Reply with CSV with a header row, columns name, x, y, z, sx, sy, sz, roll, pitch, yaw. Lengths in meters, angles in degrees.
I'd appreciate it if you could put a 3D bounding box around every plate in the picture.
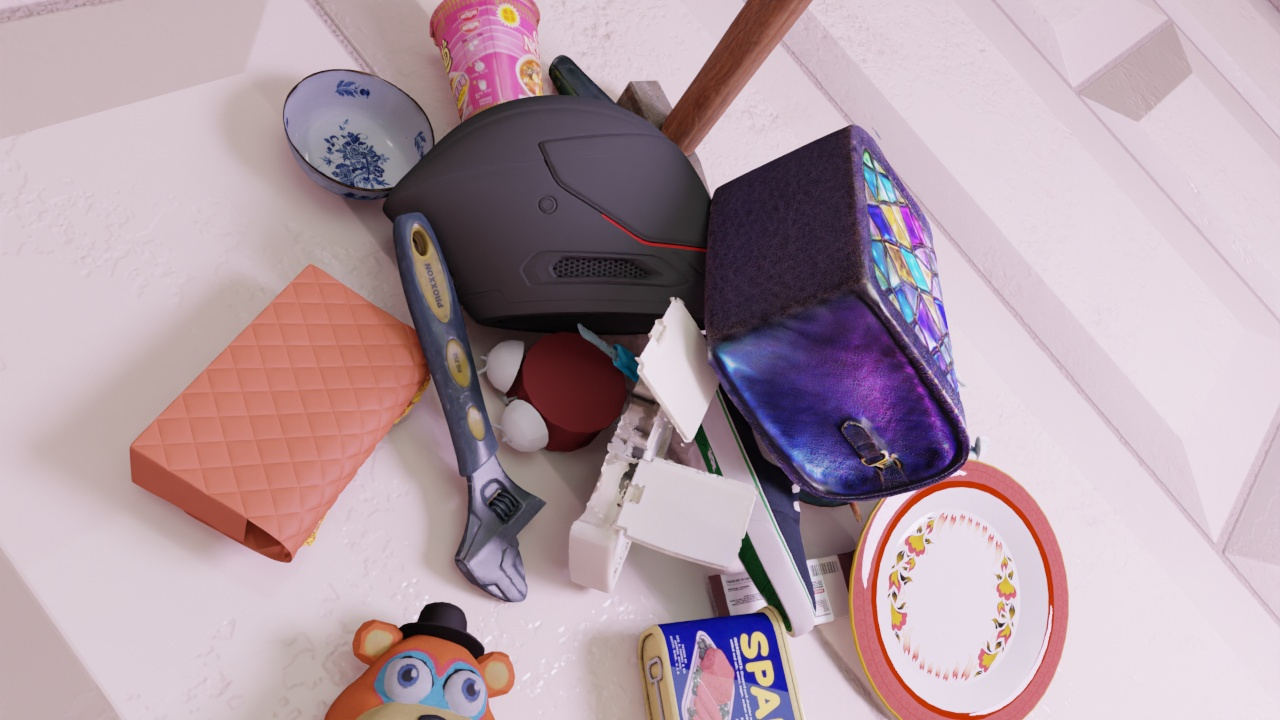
name,x,y,z,sx,sy,sz,roll,pitch,yaw
plate,0.265,0.196,0.763,0.229,0.021,0.229,4,81,-23

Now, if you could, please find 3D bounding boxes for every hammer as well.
name,x,y,z,sx,sy,sz,roll,pitch,yaw
hammer,0.083,-0.246,0.764,0.037,0.302,0.158,-14,71,-35

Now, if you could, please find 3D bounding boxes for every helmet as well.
name,x,y,z,sx,sy,sz,roll,pitch,yaw
helmet,-0.057,-0.110,0.686,0.264,0.164,0.170,0,85,-3

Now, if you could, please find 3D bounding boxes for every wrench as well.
name,x,y,z,sx,sy,sz,roll,pitch,yaw
wrench,-0.121,0.033,0.623,0.073,0.022,0.273,-18,93,-39

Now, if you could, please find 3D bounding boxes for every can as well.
name,x,y,z,sx,sy,sz,roll,pitch,yaw
can,0.055,0.233,0.626,0.092,0.057,0.116,-1,64,-20

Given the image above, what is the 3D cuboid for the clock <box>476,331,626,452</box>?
name,x,y,z,sx,sy,sz,roll,pitch,yaw
clock,-0.066,0.025,0.691,0.124,0.044,0.087,-4,66,-31

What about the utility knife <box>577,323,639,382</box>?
name,x,y,z,sx,sy,sz,roll,pitch,yaw
utility knife,-0.004,0.004,0.708,0.151,0.015,0.022,40,47,-48

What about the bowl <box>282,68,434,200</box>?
name,x,y,z,sx,sy,sz,roll,pitch,yaw
bowl,-0.221,-0.166,0.713,0.114,0.045,0.114,13,58,-22

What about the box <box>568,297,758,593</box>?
name,x,y,z,sx,sy,sz,roll,pitch,yaw
box,0.027,0.070,0.605,0.106,0.193,0.143,17,58,8

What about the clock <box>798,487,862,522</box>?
name,x,y,z,sx,sy,sz,roll,pitch,yaw
clock,0.143,0.046,0.759,0.157,0.073,0.121,36,71,12

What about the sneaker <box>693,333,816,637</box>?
name,x,y,z,sx,sy,sz,roll,pitch,yaw
sneaker,0.094,0.083,0.684,0.079,0.084,0.235,-17,73,-8

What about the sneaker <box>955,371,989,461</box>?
name,x,y,z,sx,sy,sz,roll,pitch,yaw
sneaker,0.230,-0.002,0.830,0.089,0.091,0.242,-6,67,-57

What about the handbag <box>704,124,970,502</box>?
name,x,y,z,sx,sy,sz,roll,pitch,yaw
handbag,0.149,-0.026,0.653,0.222,0.126,0.204,46,36,-36

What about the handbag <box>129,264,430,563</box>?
name,x,y,z,sx,sy,sz,roll,pitch,yaw
handbag,-0.218,0.034,0.588,0.109,0.060,0.171,31,49,-4

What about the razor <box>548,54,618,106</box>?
name,x,y,z,sx,sy,sz,roll,pitch,yaw
razor,-0.049,-0.219,0.842,0.067,0.054,0.151,-25,71,-20

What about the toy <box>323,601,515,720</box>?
name,x,y,z,sx,sy,sz,roll,pitch,yaw
toy,-0.131,0.225,0.517,0.112,0.096,0.175,19,44,-19

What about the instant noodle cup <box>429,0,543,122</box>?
name,x,y,z,sx,sy,sz,roll,pitch,yaw
instant noodle cup,-0.124,-0.245,0.787,0.097,0.098,0.108,-4,72,-31

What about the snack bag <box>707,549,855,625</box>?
name,x,y,z,sx,sy,sz,roll,pitch,yaw
snack bag,0.125,0.186,0.725,0.157,0.013,0.057,-4,69,-29
